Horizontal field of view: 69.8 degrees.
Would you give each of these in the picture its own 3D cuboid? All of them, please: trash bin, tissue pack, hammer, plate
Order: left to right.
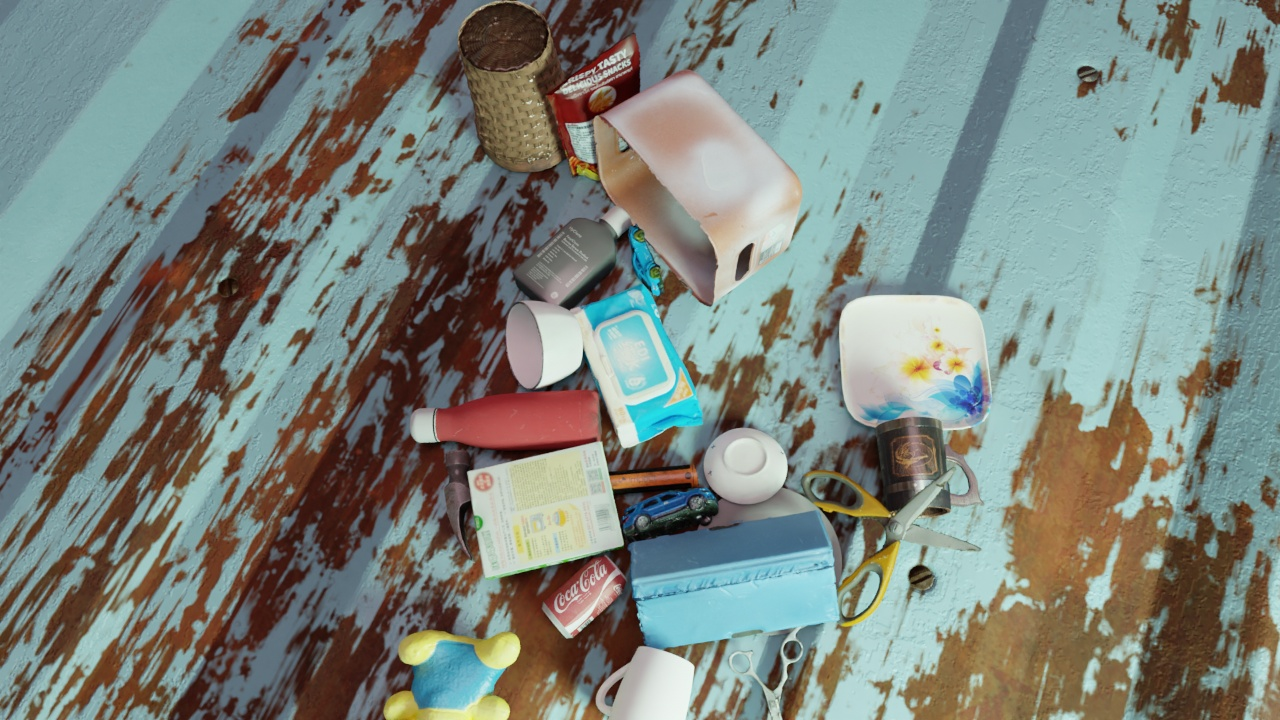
[{"bbox_3d":[-0.168,-0.380,1.264,0.151,0.210,0.151,-1,67,2],"label":"trash bin"},{"bbox_3d":[-0.084,0.169,1.135,0.314,0.035,0.137,-5,69,0],"label":"hammer"},{"bbox_3d":[-0.007,0.007,1.181,0.117,0.066,0.209,-22,71,-5],"label":"tissue pack"},{"bbox_3d":[0.075,-0.233,1.210,0.157,0.182,0.259,-36,70,-13],"label":"trash bin"},{"bbox_3d":[0.130,0.125,1.136,0.104,0.026,0.104,-3,58,4],"label":"plate"},{"bbox_3d":[0.152,0.239,1.106,0.178,0.012,0.178,-1,68,2],"label":"plate"},{"bbox_3d":[0.352,0.003,1.188,0.187,0.016,0.186,1,68,3],"label":"plate"}]

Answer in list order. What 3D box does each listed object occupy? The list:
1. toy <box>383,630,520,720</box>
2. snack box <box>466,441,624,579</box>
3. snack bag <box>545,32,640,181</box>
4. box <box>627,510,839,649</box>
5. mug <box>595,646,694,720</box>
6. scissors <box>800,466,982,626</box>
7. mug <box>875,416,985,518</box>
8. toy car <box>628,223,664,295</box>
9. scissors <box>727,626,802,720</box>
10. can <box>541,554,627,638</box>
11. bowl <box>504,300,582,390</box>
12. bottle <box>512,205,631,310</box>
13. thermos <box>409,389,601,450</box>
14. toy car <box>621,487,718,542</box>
[{"bbox_3d":[-0.213,0.410,1.019,0.149,0.084,0.213,2,70,5],"label":"toy"},{"bbox_3d":[-0.114,0.179,1.099,0.168,0.027,0.131,-13,70,-3],"label":"snack box"},{"bbox_3d":[-0.051,-0.329,1.238,0.138,0.208,0.066,-30,70,-9],"label":"snack bag"},{"bbox_3d":[0.109,0.259,1.071,0.231,0.094,0.112,-11,112,2],"label":"box"},{"bbox_3d":[0.002,0.374,1.033,0.114,0.081,0.087,0,57,36],"label":"mug"},{"bbox_3d":[0.272,0.194,1.066,0.229,0.016,0.225,43,101,34],"label":"scissors"},{"bbox_3d":[0.347,0.130,1.103,0.116,0.080,0.107,-3,69,7],"label":"mug"},{"bbox_3d":[0.003,-0.135,1.245,0.032,0.048,0.105,-21,70,-2],"label":"toy car"},{"bbox_3d":[0.162,0.381,1.043,0.147,0.014,0.141,-36,75,-7],"label":"scissors"},{"bbox_3d":[-0.065,0.276,1.080,0.096,0.054,0.054,-40,72,-12],"label":"can"},{"bbox_3d":[-0.121,-0.022,1.175,0.065,0.117,0.116,-9,65,-31],"label":"bowl"},{"bbox_3d":[-0.083,-0.143,1.252,0.084,0.046,0.173,41,75,17],"label":"bottle"},{"bbox_3d":[-0.170,0.078,1.154,0.240,0.073,0.073,-3,68,2],"label":"thermos"},{"bbox_3d":[0.034,0.184,1.106,0.120,0.056,0.043,-20,54,7],"label":"toy car"}]
